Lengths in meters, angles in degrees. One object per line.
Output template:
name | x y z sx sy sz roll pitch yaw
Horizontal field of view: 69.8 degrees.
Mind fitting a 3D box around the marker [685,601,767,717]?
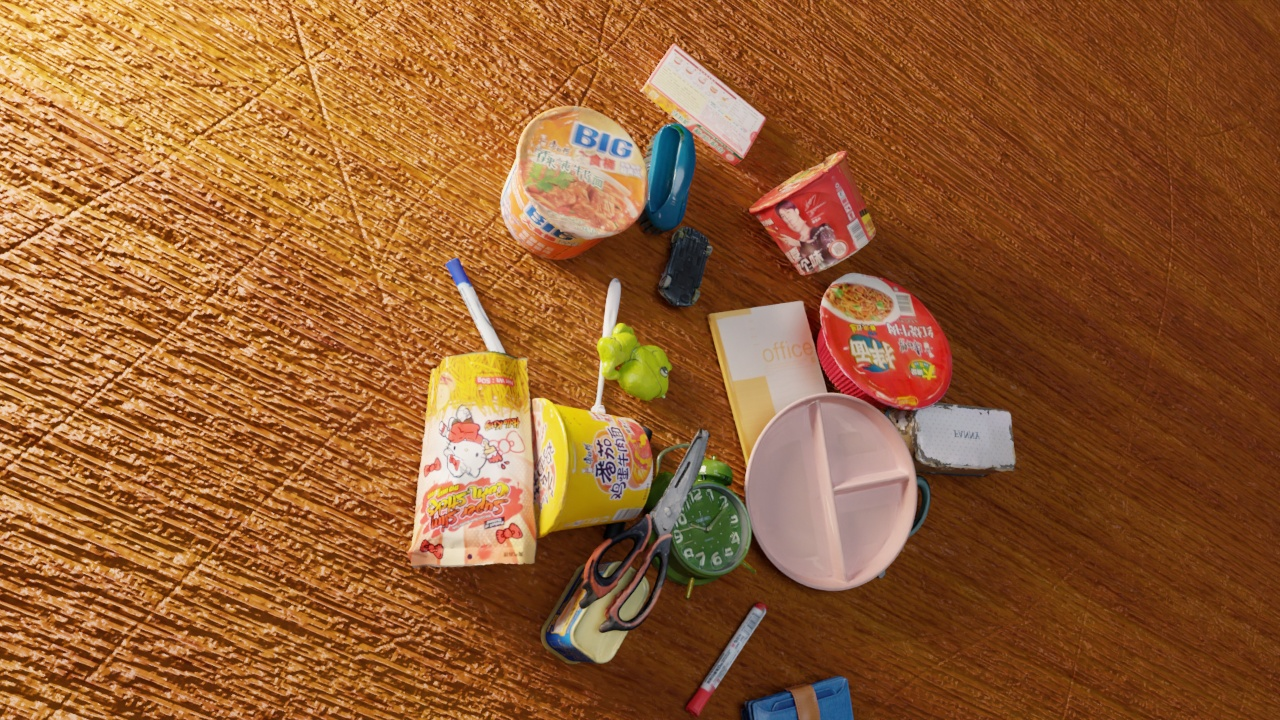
marker | 0.096 0.325 1.005 0.017 0.017 0.145 45 62 -7

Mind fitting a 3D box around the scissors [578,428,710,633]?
scissors | 0.007 0.154 0.902 0.182 0.015 0.209 -1 83 -26

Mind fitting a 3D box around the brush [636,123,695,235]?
brush | 0.037 -0.223 1.101 0.055 0.074 0.143 19 68 -25

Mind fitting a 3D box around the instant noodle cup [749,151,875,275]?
instant noodle cup | 0.220 -0.178 1.146 0.137 0.138 0.108 -38 102 -29

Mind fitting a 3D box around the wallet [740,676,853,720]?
wallet | 0.179 0.412 1.010 0.133 0.040 0.106 -4 82 -27

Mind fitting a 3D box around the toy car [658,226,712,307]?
toy car | 0.052 -0.110 1.099 0.049 0.031 0.105 24 65 -17

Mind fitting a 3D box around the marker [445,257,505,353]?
marker | -0.170 -0.042 0.983 0.016 0.017 0.146 -26 87 -29

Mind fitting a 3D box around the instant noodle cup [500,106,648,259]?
instant noodle cup | -0.081 -0.185 1.011 0.151 0.112 0.151 7 73 -24

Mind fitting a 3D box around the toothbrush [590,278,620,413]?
toothbrush | -0.038 -0.011 1.037 0.016 0.016 0.179 16 69 -23

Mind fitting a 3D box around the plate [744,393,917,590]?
plate | 0.223 0.153 1.083 0.229 0.028 0.229 2 84 -19

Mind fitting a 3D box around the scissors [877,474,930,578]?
scissors | 0.286 0.172 1.131 0.169 0.019 0.174 -30 94 -25

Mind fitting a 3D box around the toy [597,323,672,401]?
toy | -0.006 0.006 1.032 0.096 0.031 0.100 -41 105 -41

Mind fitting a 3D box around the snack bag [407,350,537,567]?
snack bag | -0.164 0.099 0.909 0.129 0.073 0.207 -5 70 12

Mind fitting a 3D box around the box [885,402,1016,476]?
box | 0.409 0.103 1.192 0.184 0.064 0.089 9 73 -25

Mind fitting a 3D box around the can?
can | -0.045 0.253 0.920 0.057 0.083 0.101 38 63 -11

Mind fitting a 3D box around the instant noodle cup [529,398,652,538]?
instant noodle cup | -0.060 0.109 0.932 0.109 0.138 0.138 5 73 -33

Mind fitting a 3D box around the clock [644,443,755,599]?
clock | 0.060 0.171 1.009 0.116 0.056 0.161 -14 82 -29

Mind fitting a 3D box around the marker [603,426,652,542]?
marker | -0.013 0.135 1.006 0.022 0.020 0.131 32 64 -33

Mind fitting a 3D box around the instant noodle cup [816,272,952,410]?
instant noodle cup | 0.294 -0.013 1.152 0.193 0.066 0.193 11 58 -19

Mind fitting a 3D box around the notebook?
notebook | 0.168 0.032 1.125 0.145 0.010 0.206 -9 80 -28

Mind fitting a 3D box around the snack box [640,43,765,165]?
snack box | 0.083 -0.328 1.178 0.155 0.027 0.076 36 64 -12
